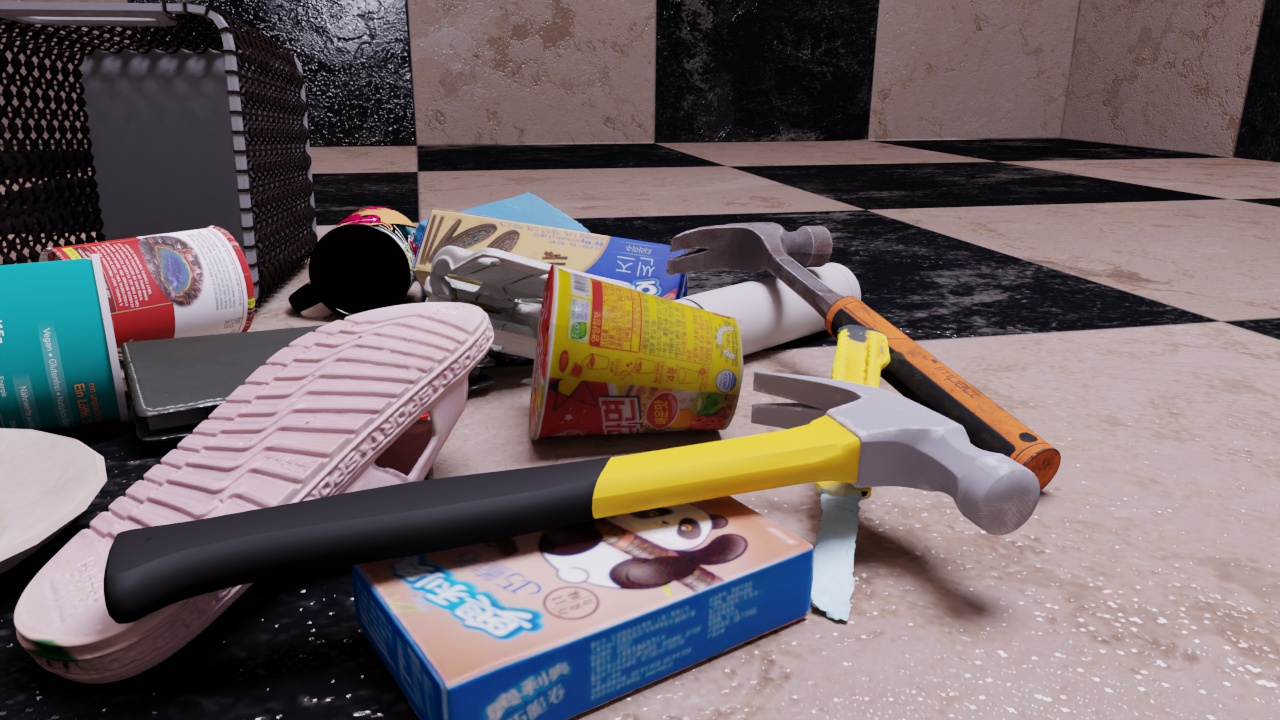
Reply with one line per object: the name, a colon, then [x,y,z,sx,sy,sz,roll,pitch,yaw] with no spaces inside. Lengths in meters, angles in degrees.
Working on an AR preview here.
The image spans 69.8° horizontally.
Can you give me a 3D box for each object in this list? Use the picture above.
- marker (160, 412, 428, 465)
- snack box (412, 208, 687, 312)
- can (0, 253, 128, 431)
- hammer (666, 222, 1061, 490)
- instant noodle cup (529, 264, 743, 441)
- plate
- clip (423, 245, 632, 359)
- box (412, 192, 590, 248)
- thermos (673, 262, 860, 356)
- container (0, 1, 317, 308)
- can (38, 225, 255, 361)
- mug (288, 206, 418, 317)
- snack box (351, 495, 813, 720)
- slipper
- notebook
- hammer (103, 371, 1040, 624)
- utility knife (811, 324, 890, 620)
marker: [-0.183,0.041,0.500,0.144,0.021,0.023,-17,62,-43]
snack box: [-0.066,-0.067,0.717,0.207,0.057,0.056,9,-22,5]
can: [-0.371,-0.002,0.504,0.143,0.099,0.099,-10,21,-30]
hammer: [0.128,-0.018,0.572,0.137,0.035,0.314,-3,29,-22]
instant noodle cup: [-0.003,0.003,0.525,0.112,0.100,0.100,8,17,-9]
plate: [-0.328,0.075,0.382,0.189,0.027,0.188,0,18,0]
clip: [-0.095,-0.025,0.625,0.126,0.099,0.153,14,-23,-40]
box: [-0.129,-0.110,0.885,0.093,0.054,0.231,31,23,5]
thermos: [0.081,-0.032,0.685,0.223,0.052,0.052,-16,24,-42]
container: [-0.444,-0.179,0.832,0.247,0.246,0.243,-1,14,-4]
can: [-0.357,-0.048,0.669,0.087,0.087,0.116,15,23,39]
mug: [-0.252,-0.078,0.801,0.118,0.082,0.098,-27,18,3]
snack box: [-0.019,0.085,0.344,0.151,0.034,0.087,-12,22,-32]
slipper: [-0.149,0.052,0.406,0.094,0.064,0.238,7,36,26]
notebook: [-0.219,0.005,0.604,0.208,0.029,0.169,-11,21,-30]
hammer: [-0.020,0.050,0.350,0.323,0.029,0.127,-7,22,-19]
utility knife: [0.101,0.041,0.440,0.030,0.019,0.216,2,37,17]
